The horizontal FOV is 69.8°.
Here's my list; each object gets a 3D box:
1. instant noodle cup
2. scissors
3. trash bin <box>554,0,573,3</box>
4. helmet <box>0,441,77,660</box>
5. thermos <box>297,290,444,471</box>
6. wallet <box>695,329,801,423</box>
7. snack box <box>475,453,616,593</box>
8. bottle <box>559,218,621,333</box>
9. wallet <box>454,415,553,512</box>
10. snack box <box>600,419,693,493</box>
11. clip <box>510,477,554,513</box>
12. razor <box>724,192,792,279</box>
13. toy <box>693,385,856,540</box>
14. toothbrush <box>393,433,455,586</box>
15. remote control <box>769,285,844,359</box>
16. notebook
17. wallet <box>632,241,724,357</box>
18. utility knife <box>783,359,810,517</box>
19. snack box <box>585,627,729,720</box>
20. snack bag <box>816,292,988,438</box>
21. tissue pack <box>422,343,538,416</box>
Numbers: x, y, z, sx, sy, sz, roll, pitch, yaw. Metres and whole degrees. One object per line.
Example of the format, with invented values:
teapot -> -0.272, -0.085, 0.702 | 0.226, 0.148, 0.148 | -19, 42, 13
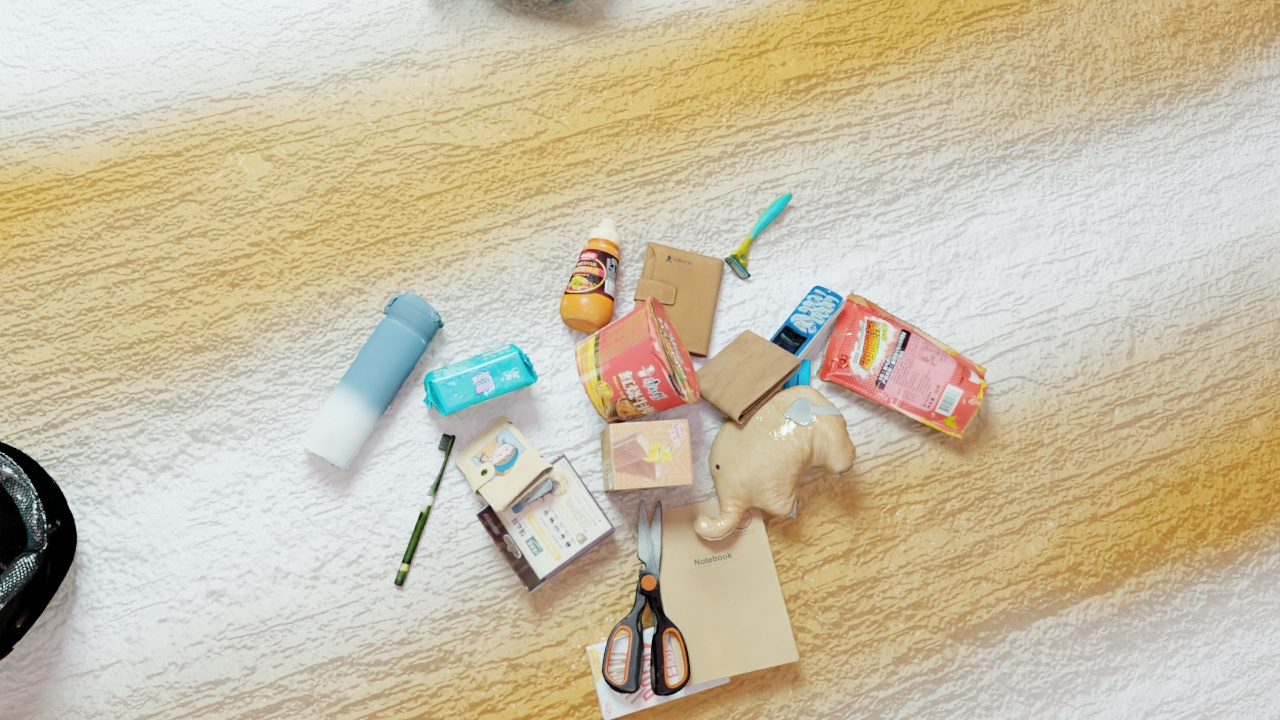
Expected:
instant noodle cup -> -0.006, 0.006, 1.088 | 0.109, 0.137, 0.138 | -24, 84, 15
scissors -> 0.022, 0.280, 1.085 | 0.161, 0.022, 0.233 | 26, 69, 6
trash bin -> -0.147, -0.552, 1.138 | 0.195, 0.227, 0.226 | 19, 78, -19
helmet -> -0.699, 0.199, 0.901 | 0.233, 0.230, 0.274 | 39, 85, -8
thermos -> -0.313, 0.020, 1.077 | 0.070, 0.070, 0.220 | 31, 77, -3
wallet -> 0.127, 0.017, 1.140 | 0.115, 0.020, 0.101 | -39, 46, -15
snack box -> -0.111, 0.191, 1.084 | 0.125, 0.053, 0.113 | -34, 86, -12
bottle -> -0.055, -0.110, 1.143 | 0.066, 0.067, 0.149 | 15, 71, -6
wallet -> -0.163, 0.122, 1.071 | 0.087, 0.024, 0.115 | -39, 48, -12
snack box -> 0.005, 0.115, 1.095 | 0.094, 0.093, 0.077 | -3, 80, -9
clip -> -0.126, 0.154, 1.056 | 0.056, 0.026, 0.024 | -27, 79, -7
razor -> 0.158, -0.169, 1.201 | 0.043, 0.028, 0.132 | 42, 77, -31
toy -> 0.148, 0.124, 1.121 | 0.226, 0.082, 0.143 | -37, 63, 5
toothbrush -> -0.257, 0.175, 1.085 | 0.017, 0.012, 0.185 | 18, 78, 0
remote control -> 0.211, -0.041, 1.183 | 0.049, 0.024, 0.124 | 33, 74, 32
notebook -> 0.095, 0.272, 1.106 | 0.147, 0.008, 0.207 | -9, 71, -11
wallet -> 0.045, -0.078, 1.168 | 0.108, 0.031, 0.131 | 14, 78, -8
utility knife -> 0.196, 0.097, 1.168 | 0.034, 0.018, 0.203 | 6, 81, -9
snack box -> 0.020, 0.361, 1.090 | 0.156, 0.027, 0.084 | -13, 82, -12
snack bag -> 0.339, 0.010, 1.185 | 0.208, 0.073, 0.128 | 26, 73, 1
tissue pack -> -0.193, 0.023, 1.078 | 0.133, 0.093, 0.050 | -19, 100, -11
